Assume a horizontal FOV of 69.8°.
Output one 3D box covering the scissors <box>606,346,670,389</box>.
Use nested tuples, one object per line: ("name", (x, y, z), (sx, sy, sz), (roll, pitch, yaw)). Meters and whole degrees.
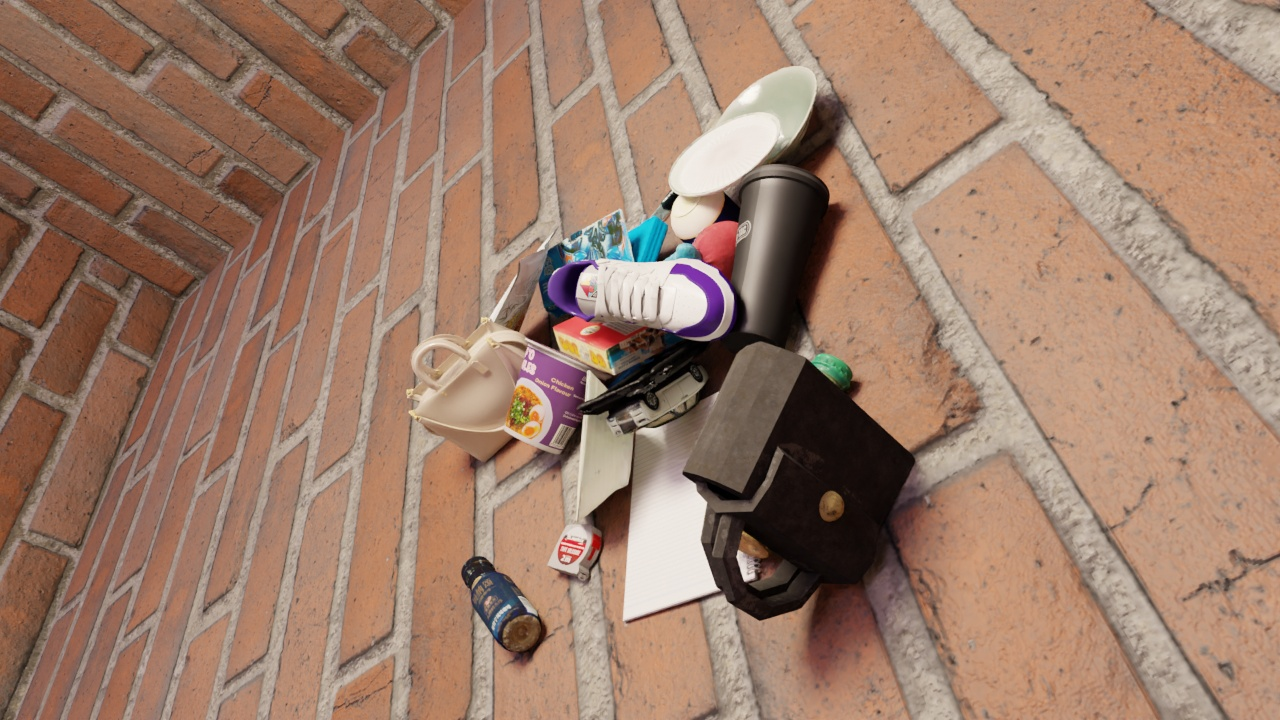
("scissors", (-0.007, 0.009, 1.194), (0.130, 0.022, 0.070), (-44, 35, 5))

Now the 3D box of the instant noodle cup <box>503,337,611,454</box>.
("instant noodle cup", (-0.122, 0.049, 1.199), (0.122, 0.136, 0.122), (24, 89, 43))

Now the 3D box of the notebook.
("notebook", (0.054, 0.146, 0.999), (0.178, 0.013, 0.245), (-28, 41, 33))

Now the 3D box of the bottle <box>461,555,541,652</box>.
("bottle", (-0.171, 0.287, 1.098), (0.056, 0.056, 0.161), (-55, 34, -4))

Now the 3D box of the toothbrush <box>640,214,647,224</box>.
("toothbrush", (-0.016, -0.138, 1.329), (0.019, 0.018, 0.187), (-17, 47, 48))

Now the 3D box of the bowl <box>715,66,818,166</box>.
("bowl", (0.175, -0.296, 1.203), (0.175, 0.068, 0.173), (-28, 43, 30))

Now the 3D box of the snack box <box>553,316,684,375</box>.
("snack box", (-0.016, -0.042, 1.163), (0.144, 0.040, 0.143), (-28, 26, -24))

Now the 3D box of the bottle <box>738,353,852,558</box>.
("bottle", (0.143, 0.087, 0.895), (0.068, 0.068, 0.209), (6, 57, 52))

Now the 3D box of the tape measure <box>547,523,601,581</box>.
("tape measure", (-0.074, 0.223, 1.072), (0.060, 0.020, 0.062), (0, 59, 49))

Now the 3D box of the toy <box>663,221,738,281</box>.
("toy", (0.078, -0.119, 1.120), (0.132, 0.092, 0.062), (-20, 36, -18))

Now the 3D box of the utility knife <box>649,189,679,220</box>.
("utility knife", (0.079, -0.270, 1.326), (0.188, 0.029, 0.020), (-48, 30, 7))

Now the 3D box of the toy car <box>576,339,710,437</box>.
("toy car", (0.022, 0.035, 1.030), (0.094, 0.071, 0.191), (-28, 1, 32))

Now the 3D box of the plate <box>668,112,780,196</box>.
("plate", (0.106, -0.256, 1.151), (0.157, 0.014, 0.156), (-24, 37, 19))

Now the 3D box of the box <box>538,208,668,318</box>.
("box", (-0.072, -0.140, 1.308), (0.244, 0.085, 0.091), (-18, 46, 52))

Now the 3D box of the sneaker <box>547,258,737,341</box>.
("sneaker", (-0.009, -0.076, 1.032), (0.245, 0.111, 0.092), (11, 96, 45))

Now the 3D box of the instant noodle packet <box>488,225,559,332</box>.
("instant noodle packet", (-0.190, -0.065, 1.343), (0.270, 0.057, 0.146), (-58, 3, 34))

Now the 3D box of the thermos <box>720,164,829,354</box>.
("thermos", (0.148, -0.113, 1.050), (0.106, 0.105, 0.218), (-9, 58, 46))

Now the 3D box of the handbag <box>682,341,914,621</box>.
("handbag", (0.126, 0.119, 0.775), (0.102, 0.197, 0.199), (10, 68, 53))

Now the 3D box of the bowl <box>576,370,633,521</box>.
("bowl", (-0.041, 0.101, 1.072), (0.177, 0.058, 0.176), (-178, 93, -86))

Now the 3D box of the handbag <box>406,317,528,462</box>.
("handbag", (-0.235, 0.029, 1.272), (0.195, 0.197, 0.101), (-42, 43, 15))

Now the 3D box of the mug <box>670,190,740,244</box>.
("mug", (0.082, -0.182, 1.191), (0.085, 0.089, 0.112), (-53, 34, -1))
